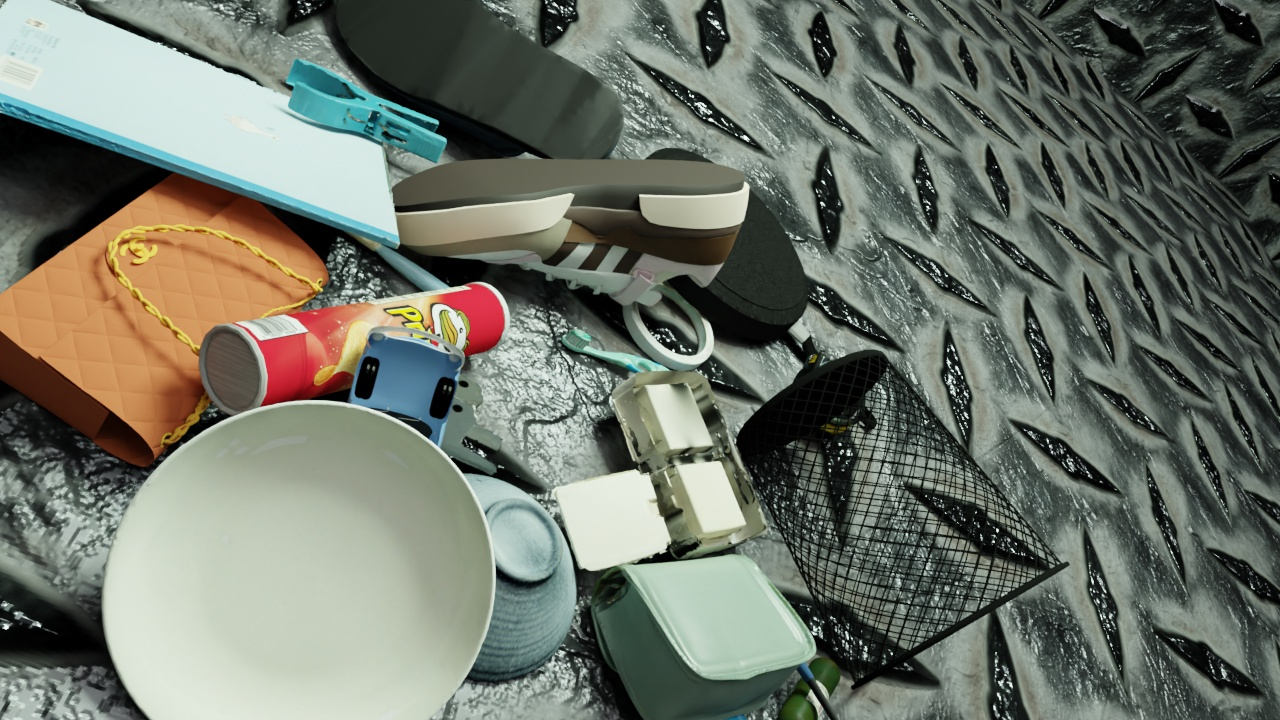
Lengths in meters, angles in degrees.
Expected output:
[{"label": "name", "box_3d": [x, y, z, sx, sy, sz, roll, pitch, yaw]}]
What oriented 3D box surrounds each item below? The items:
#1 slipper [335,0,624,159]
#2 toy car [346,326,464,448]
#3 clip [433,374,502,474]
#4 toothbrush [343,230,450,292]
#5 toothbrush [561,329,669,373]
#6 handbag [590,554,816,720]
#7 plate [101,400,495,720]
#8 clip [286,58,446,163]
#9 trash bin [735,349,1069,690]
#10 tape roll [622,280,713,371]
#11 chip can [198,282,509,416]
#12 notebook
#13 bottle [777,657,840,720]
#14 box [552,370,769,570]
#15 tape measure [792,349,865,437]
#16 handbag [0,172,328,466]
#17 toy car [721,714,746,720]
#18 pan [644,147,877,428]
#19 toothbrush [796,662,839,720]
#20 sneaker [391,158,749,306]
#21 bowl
[{"label": "slipper", "box_3d": [-0.140, -0.244, 0.802, 0.265, 0.083, 0.108, 29, 81, -2]}, {"label": "toy car", "box_3d": [-0.146, 0.057, 0.521, 0.056, 0.055, 0.153, 16, 84, -15]}, {"label": "clip", "box_3d": [-0.127, 0.029, 0.607, 0.102, 0.060, 0.052, 28, 25, -22]}, {"label": "toothbrush", "box_3d": [-0.178, -0.073, 0.670, 0.155, 0.016, 0.022, 36, 74, -13]}, {"label": "toothbrush", "box_3d": [-0.004, 0.004, 0.760, 0.135, 0.017, 0.022, 24, 42, -25]}, {"label": "handbag", "box_3d": [0.041, 0.183, 0.615, 0.121, 0.067, 0.106, 4, 39, -40]}, {"label": "plate", "box_3d": [-0.166, 0.112, 0.465, 0.182, 0.034, 0.182, 1, 88, -16]}, {"label": "clip", "box_3d": [-0.211, -0.183, 0.700, 0.130, 0.030, 0.120, 26, 21, -17]}, {"label": "trash bin", "box_3d": [0.190, 0.116, 0.726, 0.183, 0.185, 0.210, -7, 58, -44]}, {"label": "tape roll", "box_3d": [0.025, -0.033, 0.819, 0.093, 0.013, 0.092, 24, 45, -26]}, {"label": "chip can", "box_3d": [-0.165, -0.013, 0.571, 0.052, 0.052, 0.214, 55, 29, 8]}, {"label": "notebook", "box_3d": [-0.286, -0.160, 0.604, 0.253, 0.009, 0.181, 18, 28, -30]}, {"label": "bottle", "box_3d": [0.115, 0.253, 0.659, 0.025, 0.025, 0.105, 51, 40, 4]}, {"label": "box", "box_3d": [0.006, 0.079, 0.678, 0.184, 0.044, 0.143, 3, 59, -49]}, {"label": "tape measure", "box_3d": [0.174, 0.034, 0.861, 0.072, 0.042, 0.071, 38, 66, -18]}, {"label": "handbag", "box_3d": [-0.268, -0.035, 0.530, 0.109, 0.060, 0.171, 41, 40, -14]}, {"label": "toy car", "box_3d": [0.063, 0.270, 0.595, 0.048, 0.032, 0.105, 0, 57, -41]}, {"label": "pan", "box_3d": [0.126, -0.072, 0.917, 0.356, 0.034, 0.224, 48, 36, -1]}, {"label": "toothbrush", "box_3d": [0.112, 0.216, 0.666, 0.014, 0.014, 0.167, -8, 49, -32]}, {"label": "sneaker", "box_3d": [-0.057, -0.094, 0.739, 0.293, 0.117, 0.111, -7, 29, -23]}, {"label": "bowl", "box_3d": [-0.085, 0.121, 0.565, 0.137, 0.057, 0.136, 23, 46, -26]}]
